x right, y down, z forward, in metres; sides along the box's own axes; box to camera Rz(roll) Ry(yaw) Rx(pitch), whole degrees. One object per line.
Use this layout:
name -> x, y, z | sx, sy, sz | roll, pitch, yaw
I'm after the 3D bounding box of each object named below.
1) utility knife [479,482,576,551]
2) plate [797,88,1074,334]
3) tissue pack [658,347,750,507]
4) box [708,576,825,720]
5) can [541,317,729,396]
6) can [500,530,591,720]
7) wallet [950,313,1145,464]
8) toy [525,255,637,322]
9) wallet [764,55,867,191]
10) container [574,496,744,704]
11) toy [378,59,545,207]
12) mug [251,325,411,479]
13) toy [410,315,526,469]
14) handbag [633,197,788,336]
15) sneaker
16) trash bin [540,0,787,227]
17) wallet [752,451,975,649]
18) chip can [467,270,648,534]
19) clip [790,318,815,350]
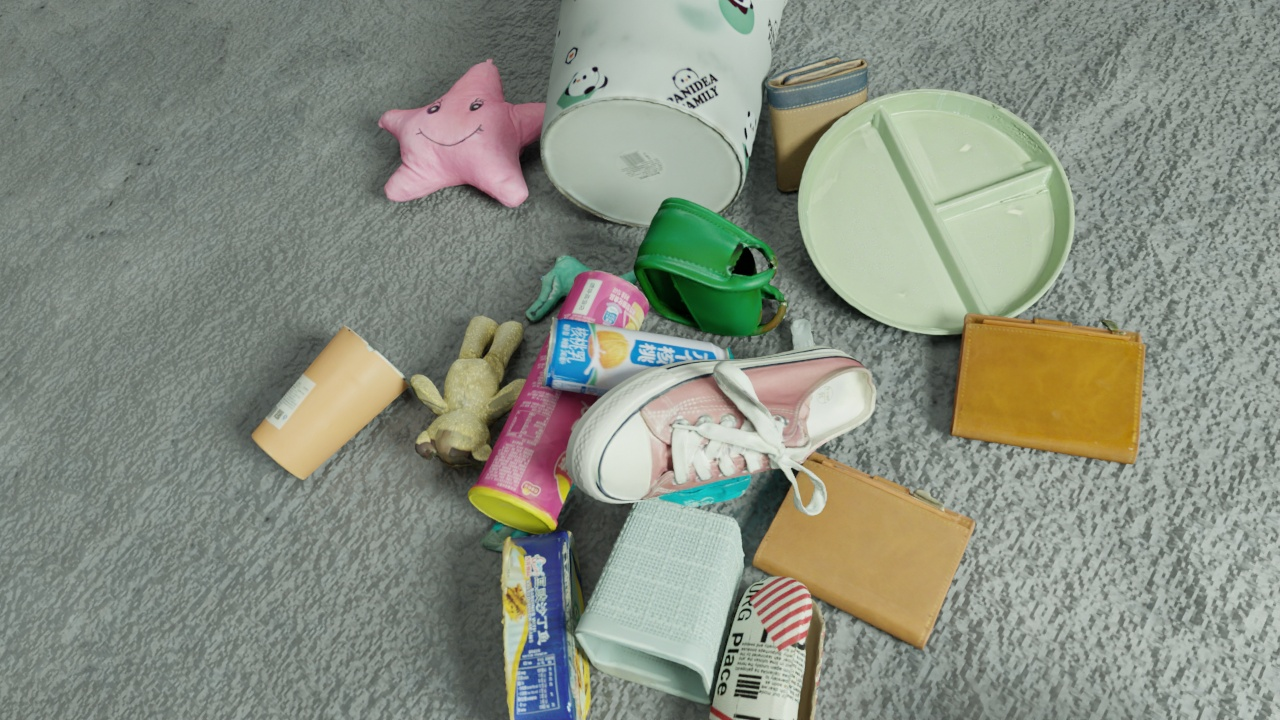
utility knife -> -0.068, 0.099, 0.749 | 0.029, 0.013, 0.157 | 37, 71, 26
plate -> 0.250, -0.128, 0.788 | 0.230, 0.027, 0.230 | -2, 73, 5
tissue pack -> 0.036, 0.051, 0.735 | 0.093, 0.050, 0.133 | -8, 56, 7
box -> 0.077, 0.220, 0.600 | 0.075, 0.082, 0.163 | 7, 61, 18
can -> -0.004, 0.004, 0.688 | 0.134, 0.053, 0.053 | 9, 58, -6
can -> -0.067, 0.194, 0.652 | 0.049, 0.075, 0.148 | -9, 57, 2
wallet -> 0.313, 0.011, 0.705 | 0.131, 0.035, 0.118 | 9, 69, 16
toy -> -0.059, -0.063, 0.842 | 0.092, 0.030, 0.096 | 36, 78, 33
wallet -> 0.164, -0.214, 0.840 | 0.090, 0.115, 0.033 | -13, 44, 2
container -> 0.021, 0.165, 0.646 | 0.090, 0.090, 0.111 | 12, 57, 18
toy -> -0.186, -0.238, 0.949 | 0.195, 0.075, 0.178 | 6, 68, 15
mug -> -0.270, 0.039, 0.795 | 0.078, 0.078, 0.122 | 34, 74, 28
toy -> -0.141, 0.024, 0.789 | 0.105, 0.066, 0.156 | 9, 52, 4
handbag -> 0.061, -0.072, 0.763 | 0.120, 0.131, 0.068 | 19, 75, 17
sneaker -> 0.070, 0.048, 0.632 | 0.240, 0.118, 0.088 | -13, 23, -21
trash bin -> 0.020, -0.277, 0.856 | 0.230, 0.230, 0.251 | 3, 65, 13
wallet -> 0.163, 0.132, 0.669 | 0.132, 0.031, 0.107 | 23, 65, 20
chip can -> -0.061, 0.030, 0.737 | 0.071, 0.071, 0.210 | 14, 63, 19
clip -> 0.138, -0.009, 0.772 | 0.026, 0.038, 0.058 | -5, 55, 12
